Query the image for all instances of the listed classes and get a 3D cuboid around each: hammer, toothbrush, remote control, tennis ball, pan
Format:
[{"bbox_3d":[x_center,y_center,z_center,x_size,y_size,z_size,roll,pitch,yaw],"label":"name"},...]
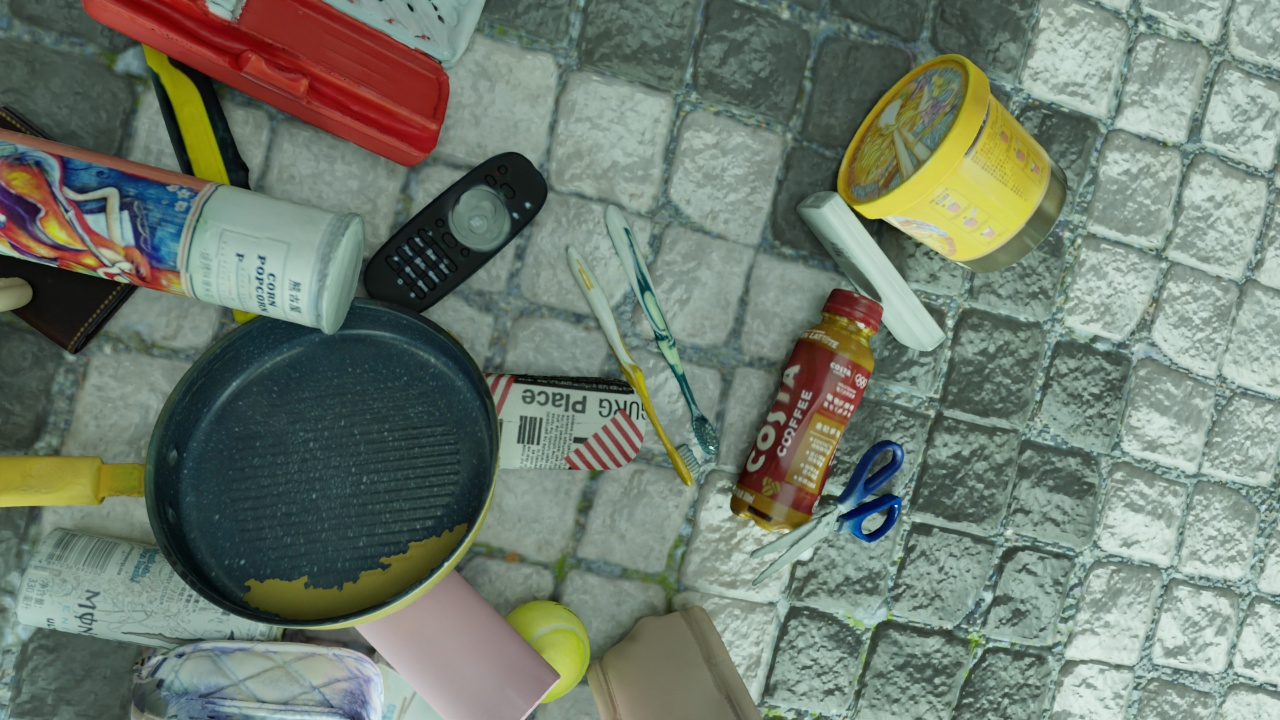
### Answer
[{"bbox_3d":[-0.281,-0.179,0.550,0.126,0.032,0.323,-18,99,-11],"label":"hammer"},{"bbox_3d":[-0.004,0.004,0.638,0.018,0.016,0.191,-31,101,-20],"label":"toothbrush"},{"bbox_3d":[-0.120,-0.082,0.598,0.136,0.024,0.053,-42,101,-8],"label":"remote control"},{"bbox_3d":[0.163,-0.063,0.650,0.019,0.056,0.135,-41,101,-1],"label":"remote control"},{"bbox_3d":[-0.066,0.194,0.612,0.065,0.065,0.065,-1,95,-13],"label":"tennis ball"},{"bbox_3d":[-0.258,0.061,0.512,0.357,0.078,0.197,-8,66,-6],"label":"pan"},{"bbox_3d":[0.016,-0.019,0.639,0.016,0.018,0.191,-25,100,-10],"label":"toothbrush"}]

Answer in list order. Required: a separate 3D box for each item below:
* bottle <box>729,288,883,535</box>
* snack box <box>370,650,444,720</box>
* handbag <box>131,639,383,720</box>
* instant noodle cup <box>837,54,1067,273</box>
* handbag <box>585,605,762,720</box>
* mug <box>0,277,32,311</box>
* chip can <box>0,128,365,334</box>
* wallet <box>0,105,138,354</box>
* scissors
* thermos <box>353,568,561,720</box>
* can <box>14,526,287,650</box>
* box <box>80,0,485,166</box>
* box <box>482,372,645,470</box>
[{"bbox_3d":[0.120,0.036,0.647,0.057,0.057,0.175,23,89,-14],"label":"bottle"},{"bbox_3d":[-0.136,0.272,0.622,0.157,0.027,0.084,36,87,-13],"label":"snack box"},{"bbox_3d":[-0.228,0.262,0.546,0.134,0.075,0.194,7,112,-9],"label":"handbag"},{"bbox_3d":[0.218,-0.128,0.631,0.114,0.118,0.118,29,87,-21],"label":"instant noodle cup"},{"bbox_3d":[0.067,0.294,0.597,0.093,0.193,0.234,-31,109,-3],"label":"handbag"},{"bbox_3d":[-0.402,-0.005,0.487,0.124,0.103,0.084,-32,101,3],"label":"mug"},{"bbox_3d":[-0.270,-0.074,0.510,0.214,0.071,0.071,14,91,-6],"label":"chip can"},{"bbox_3d":[-0.358,-0.077,0.547,0.122,0.020,0.096,39,81,-13],"label":"wallet"},{"bbox_3d":[0.135,0.120,0.642,0.172,0.012,0.133,-48,131,-21],"label":"scissors"},{"bbox_3d":[-0.146,0.152,0.554,0.198,0.067,0.087,42,42,9],"label":"thermos"},{"bbox_3d":[-0.290,0.145,0.560,0.146,0.058,0.058,16,90,-14],"label":"can"},{"bbox_3d":[-0.198,-0.219,0.541,0.201,0.058,0.161,23,72,-27],"label":"box"},{"bbox_3d":[-0.076,0.039,0.614,0.164,0.052,0.068,5,80,-14],"label":"box"}]
